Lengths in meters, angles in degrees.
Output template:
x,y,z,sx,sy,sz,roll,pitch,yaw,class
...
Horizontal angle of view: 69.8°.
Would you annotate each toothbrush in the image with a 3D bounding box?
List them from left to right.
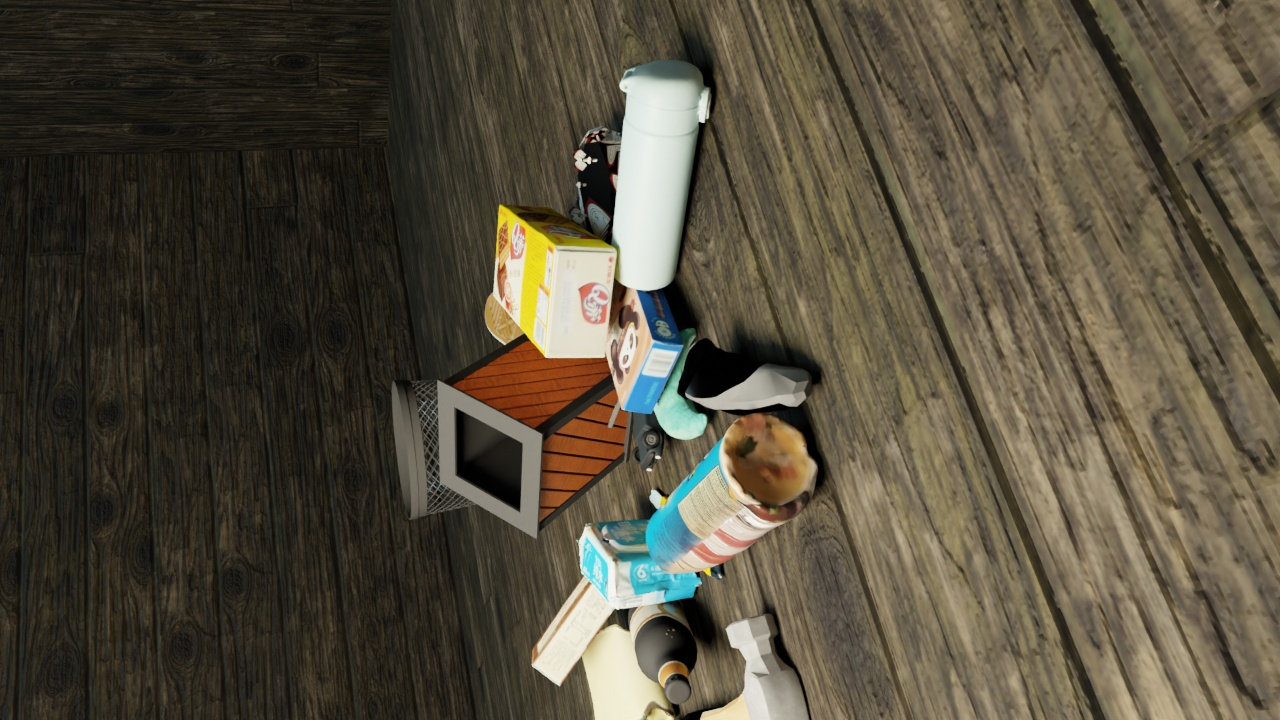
x,y,z,sx,sy,sz,roll,pitch,yaw,class
-0.006,0.006,0.959,0.012,0.013,0.168,-81,11,-59,toothbrush

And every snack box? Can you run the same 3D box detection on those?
x,y,z,sx,sy,sz,roll,pitch,yaw,class
-0.095,-0.089,0.943,0.230,0.061,0.110,-138,51,-62,snack box
-0.071,0.302,1.085,0.041,0.143,0.147,36,167,1,snack box
-0.004,-0.031,0.897,0.151,0.034,0.087,-107,34,-48,snack box

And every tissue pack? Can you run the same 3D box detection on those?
x,y,z,sx,sy,sz,roll,pitch,yaw,class
-0.007,0.208,0.963,0.144,0.092,0.062,-159,67,-68,tissue pack

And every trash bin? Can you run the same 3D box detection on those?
x,y,z,sx,sy,sz,roll,pitch,yaw,class
-0.266,0.128,1.465,0.218,0.227,0.217,173,90,-71,trash bin
-0.113,0.070,1.023,0.140,0.171,0.140,24,127,25,trash bin

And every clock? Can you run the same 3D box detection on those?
x,y,z,sx,sy,sz,roll,pitch,yaw,class
-0.042,-0.185,0.977,0.154,0.065,0.115,-123,33,-51,clock

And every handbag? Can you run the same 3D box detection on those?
x,y,z,sx,sy,sz,roll,pitch,yaw,class
-0.013,0.374,1.061,0.111,0.081,0.119,123,139,-50,handbag

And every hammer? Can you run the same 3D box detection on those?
x,y,z,sx,sy,sz,roll,pitch,yaw,class
0.074,0.341,0.863,0.329,0.039,0.131,117,141,-58,hammer

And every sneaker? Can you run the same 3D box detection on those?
x,y,z,sx,sy,sz,roll,pitch,yaw,class
-0.100,-0.027,1.168,0.241,0.087,0.118,33,117,39,sneaker

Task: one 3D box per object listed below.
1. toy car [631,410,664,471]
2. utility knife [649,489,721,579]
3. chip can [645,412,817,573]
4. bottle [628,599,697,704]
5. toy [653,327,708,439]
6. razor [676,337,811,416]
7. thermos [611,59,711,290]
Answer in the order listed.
x,y,z,sx,sy,sz,roll,pitch,yaw,class
0.011,0.058,0.946,0.046,0.034,0.112,119,153,-53,toy car
0.043,0.172,0.933,0.179,0.017,0.030,-139,55,-67,utility knife
0.067,0.120,0.752,0.230,0.079,0.079,119,140,-61,chip can
0.024,0.279,0.885,0.181,0.059,0.059,-135,40,-82,bottle
0.038,0.029,0.875,0.085,0.033,0.105,-42,53,56,toy
0.083,0.018,0.714,0.156,0.057,0.060,21,144,60,razor
0.013,-0.163,0.822,0.065,0.078,0.207,-71,-8,-50,thermos
